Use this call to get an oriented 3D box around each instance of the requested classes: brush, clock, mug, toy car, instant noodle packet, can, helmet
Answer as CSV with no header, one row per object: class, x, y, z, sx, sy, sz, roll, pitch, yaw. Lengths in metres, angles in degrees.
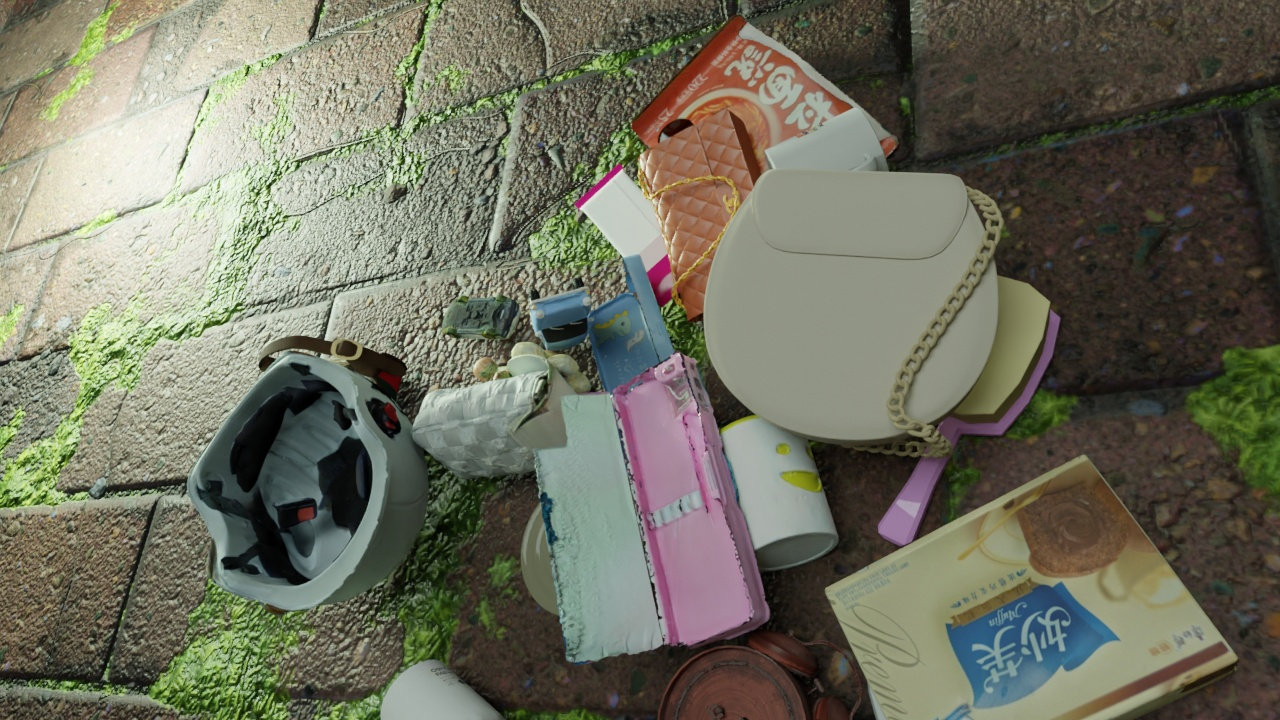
brush,0.246,0.038,0.721,0.089,0.043,0.228,24,80,37
clock,0.092,0.268,0.680,0.158,0.072,0.120,-40,53,9
mug,0.170,-0.170,0.821,0.089,0.073,0.105,-24,22,7
toy car,-0.176,-0.046,1.023,0.106,0.033,0.048,3,70,37
instant noodle packet,0.125,-0.218,0.924,0.164,0.084,0.221,-45,64,3
toy car,-0.078,-0.041,0.898,0.056,0.153,0.055,-16,87,-8
can,-0.033,0.169,0.804,0.128,0.073,0.127,-14,60,25
helmet,-0.311,0.132,0.935,0.264,0.163,0.237,41,97,32
mug,0.107,0.107,0.746,0.083,0.082,0.106,-25,58,18

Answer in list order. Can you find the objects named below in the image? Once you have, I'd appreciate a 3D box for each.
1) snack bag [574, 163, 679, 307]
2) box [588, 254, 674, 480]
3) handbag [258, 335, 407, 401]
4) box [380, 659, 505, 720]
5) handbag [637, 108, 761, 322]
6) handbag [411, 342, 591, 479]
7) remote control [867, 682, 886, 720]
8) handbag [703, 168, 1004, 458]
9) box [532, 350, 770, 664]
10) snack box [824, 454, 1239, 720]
snack bag,-0.001,-0.136,0.973,0.070,0.016,0.196,-42,53,4
box,0.006,0.006,0.882,0.121,0.049,0.209,-54,42,43
handbag,-0.345,0.013,1.028,0.167,0.138,0.063,-3,67,29
box,-0.201,0.344,0.817,0.137,0.083,0.143,27,88,39
handbag,0.065,-0.135,0.872,0.109,0.060,0.171,-21,79,25
handbag,-0.133,0.048,0.904,0.172,0.112,0.123,-13,51,26
remote control,0.238,0.230,0.644,0.151,0.019,0.074,-23,54,17
handbag,0.156,-0.041,0.691,0.211,0.103,0.208,6,83,17
box,0.002,0.118,0.735,0.159,0.066,0.230,-18,61,8
snack box,0.251,0.179,0.616,0.207,0.055,0.153,-31,52,11
